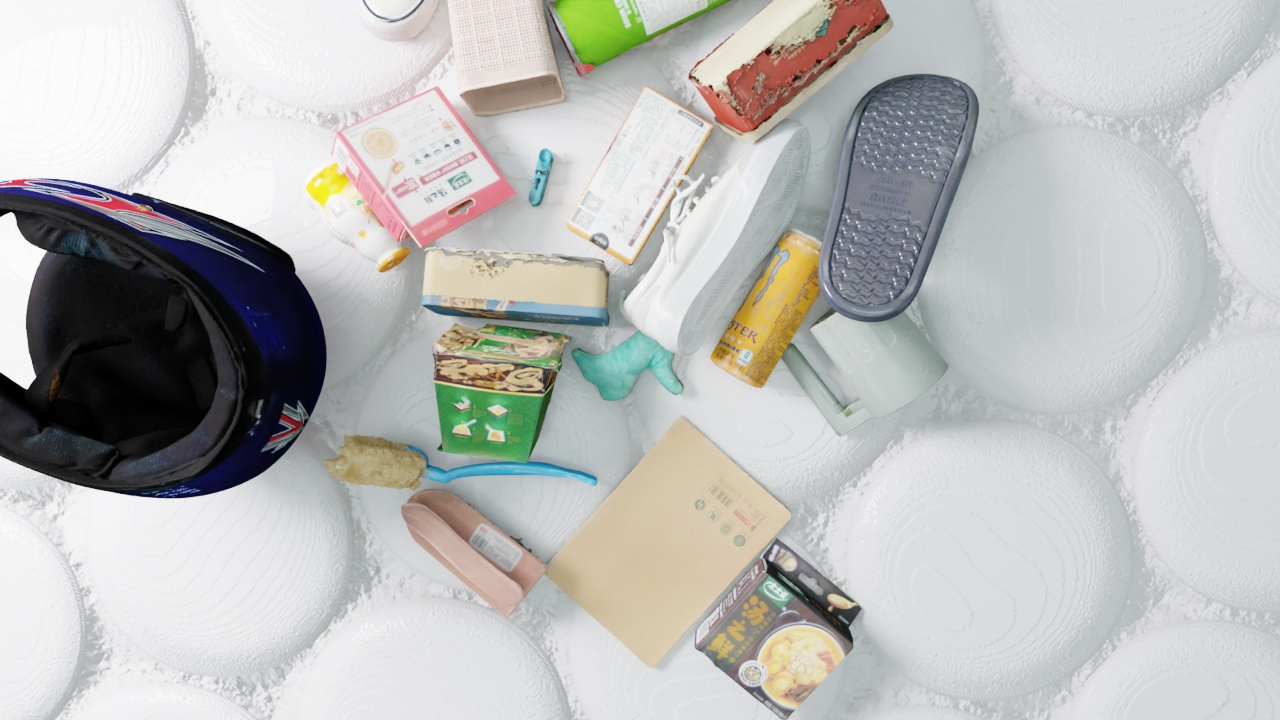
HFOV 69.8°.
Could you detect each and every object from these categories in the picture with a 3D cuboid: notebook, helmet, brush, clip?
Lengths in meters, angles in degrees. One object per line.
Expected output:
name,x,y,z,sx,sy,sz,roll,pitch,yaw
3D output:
notebook,0.025,0.178,0.897,0.148,0.008,0.208,42,93,0
helmet,-0.427,-0.023,0.778,0.315,0.240,0.247,28,95,-11
brush,-0.163,0.176,0.871,0.145,0.073,0.063,39,94,1
brush,-0.167,0.102,0.874,0.254,0.083,0.046,5,91,-6
clip,-0.095,-0.174,0.875,0.014,0.043,0.056,15,90,0

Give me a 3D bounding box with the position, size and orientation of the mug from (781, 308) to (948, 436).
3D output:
mug,0.203,-0.001,0.853,0.124,0.083,0.103,-37,91,28

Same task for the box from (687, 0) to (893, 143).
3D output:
box,0.128,-0.283,0.815,0.168,0.091,0.080,-40,121,3

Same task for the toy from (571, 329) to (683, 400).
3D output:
toy,-0.005,0.005,0.879,0.092,0.030,0.096,-37,98,5

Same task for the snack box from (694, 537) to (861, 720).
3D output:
snack box,0.134,0.258,0.882,0.113,0.053,0.126,39,99,-1

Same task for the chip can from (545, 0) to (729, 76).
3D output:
chip can,0.034,-0.342,0.835,0.236,0.072,0.072,-25,92,3

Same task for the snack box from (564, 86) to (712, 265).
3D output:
snack box,-0.002,-0.174,0.869,0.075,0.026,0.154,31,93,0

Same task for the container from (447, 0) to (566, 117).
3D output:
container,-0.125,-0.294,0.836,0.090,0.090,0.111,-10,90,2

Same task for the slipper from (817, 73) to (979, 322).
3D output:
slipper,0.226,-0.144,0.835,0.111,0.083,0.267,17,70,14

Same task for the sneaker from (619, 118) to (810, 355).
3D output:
sneaker,0.066,-0.123,0.848,0.091,0.089,0.242,29,82,30

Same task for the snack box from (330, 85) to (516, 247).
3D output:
snack box,-0.198,-0.171,0.840,0.113,0.044,0.127,-36,91,-30

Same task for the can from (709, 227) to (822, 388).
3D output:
can,0.125,-0.048,0.856,0.058,0.058,0.146,30,93,0

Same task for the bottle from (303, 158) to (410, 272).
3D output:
bottle,-0.263,-0.135,0.860,0.063,0.063,0.108,-38,91,3

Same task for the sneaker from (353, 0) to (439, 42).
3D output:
sneaker,-0.216,-0.417,0.830,0.118,0.088,0.241,13,93,1

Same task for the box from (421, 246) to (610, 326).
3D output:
box,-0.106,-0.066,0.847,0.184,0.090,0.059,6,87,3

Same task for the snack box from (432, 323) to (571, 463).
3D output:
snack box,-0.129,0.031,0.850,0.117,0.118,0.106,7,106,2
